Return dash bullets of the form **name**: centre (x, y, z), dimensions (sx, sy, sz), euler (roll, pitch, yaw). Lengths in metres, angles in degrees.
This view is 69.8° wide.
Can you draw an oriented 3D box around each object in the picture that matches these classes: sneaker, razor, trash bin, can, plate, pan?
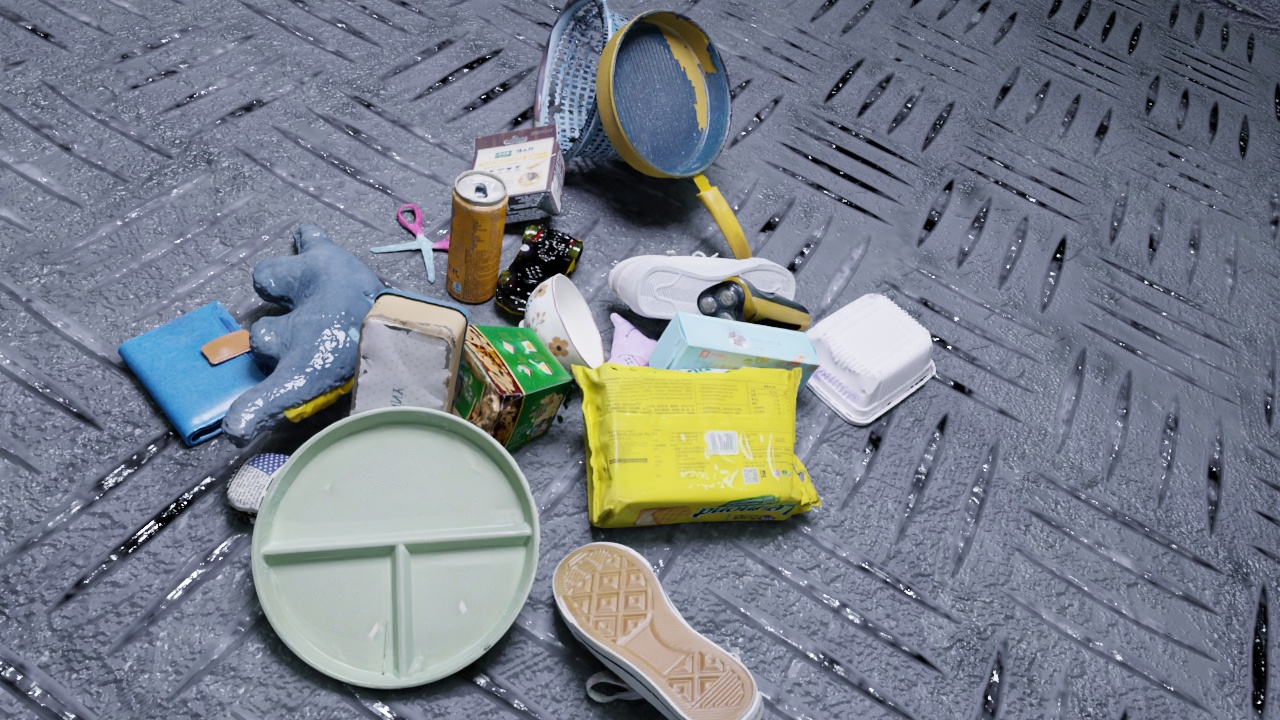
- **sneaker**: centre (0.071, -0.084, 1.084), dimensions (0.241, 0.089, 0.091), euler (0, 14, -33)
- **razor**: centre (0.137, -0.055, 1.048), dimensions (0.167, 0.062, 0.067), euler (9, 68, -45)
- **trash bin**: centre (-0.012, -0.354, 1.227), dimensions (0.194, 0.227, 0.226), euler (6, 46, -29)
- **can**: centre (-0.179, -0.132, 0.999), dimensions (0.058, 0.146, 0.058), euler (8, 46, -9)
- **plate**: centre (-0.199, 0.151, 0.762), dimensions (0.230, 0.027, 0.230), euler (3, 73, -10)
- **pan**: centre (0.068, -0.248, 1.124), dimensions (0.197, 0.357, 0.078), euler (-32, 22, -35)
- **sneaker**: centre (0.011, 0.242, 0.758), dimensions (0.118, 0.088, 0.241), euler (-32, 39, -24)

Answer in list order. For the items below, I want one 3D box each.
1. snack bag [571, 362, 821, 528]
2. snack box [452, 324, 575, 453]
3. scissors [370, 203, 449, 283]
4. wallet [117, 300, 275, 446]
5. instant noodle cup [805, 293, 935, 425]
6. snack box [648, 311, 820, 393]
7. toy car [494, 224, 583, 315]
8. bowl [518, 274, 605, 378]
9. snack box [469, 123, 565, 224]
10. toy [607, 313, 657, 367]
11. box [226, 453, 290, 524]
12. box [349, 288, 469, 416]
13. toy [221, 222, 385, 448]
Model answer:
- **snack bag**: centre (0.056, 0.079, 0.896), dimensions (0.246, 0.068, 0.158), euler (0, 74, -19)
- **snack box**: centre (-0.140, 0.027, 0.902), dimensions (0.105, 0.118, 0.117), euler (-14, 53, -42)
- **scissors**: centre (-0.250, -0.141, 1.079), dimensions (0.133, 0.017, 0.133), euler (-10, 56, -20)
- **wallet**: centre (-0.416, 0.009, 0.877), dimensions (0.106, 0.040, 0.133), euler (-32, 66, -32)
- **instant noodle cup**: centre (0.268, -0.013, 1.087), dimensions (0.173, 0.060, 0.138), euler (-29, 62, -34)
- **snack box**: centre (0.101, 0.001, 0.990), dimensions (0.174, 0.074, 0.051), euler (8, 46, -27)
- **toy car**: centre (-0.119, -0.102, 1.063), dimensions (0.071, 0.041, 0.155), euler (21, 47, 3)
- **bowl**: centre (-0.089, -0.028, 0.974), dimensions (0.062, 0.113, 0.113), euler (-24, 50, 12)
- **snack box**: centre (-0.154, -0.227, 1.132), dimensions (0.113, 0.053, 0.125), euler (-7, 46, 11)
- **toy**: centre (-0.006, 0.006, 1.002), dimensions (0.084, 0.039, 0.107), euler (30, 41, -20)
- **box**: centre (-0.279, 0.128, 0.810), dimensions (0.164, 0.060, 0.071), euler (17, 26, -3)
- **box**: centre (-0.210, 0.022, 0.822), dimensions (0.090, 0.185, 0.062), euler (15, 26, -6)
- **toy**: centre (-0.316, -0.042, 0.910), dimensions (0.137, 0.092, 0.355), euler (2, 38, -13)
